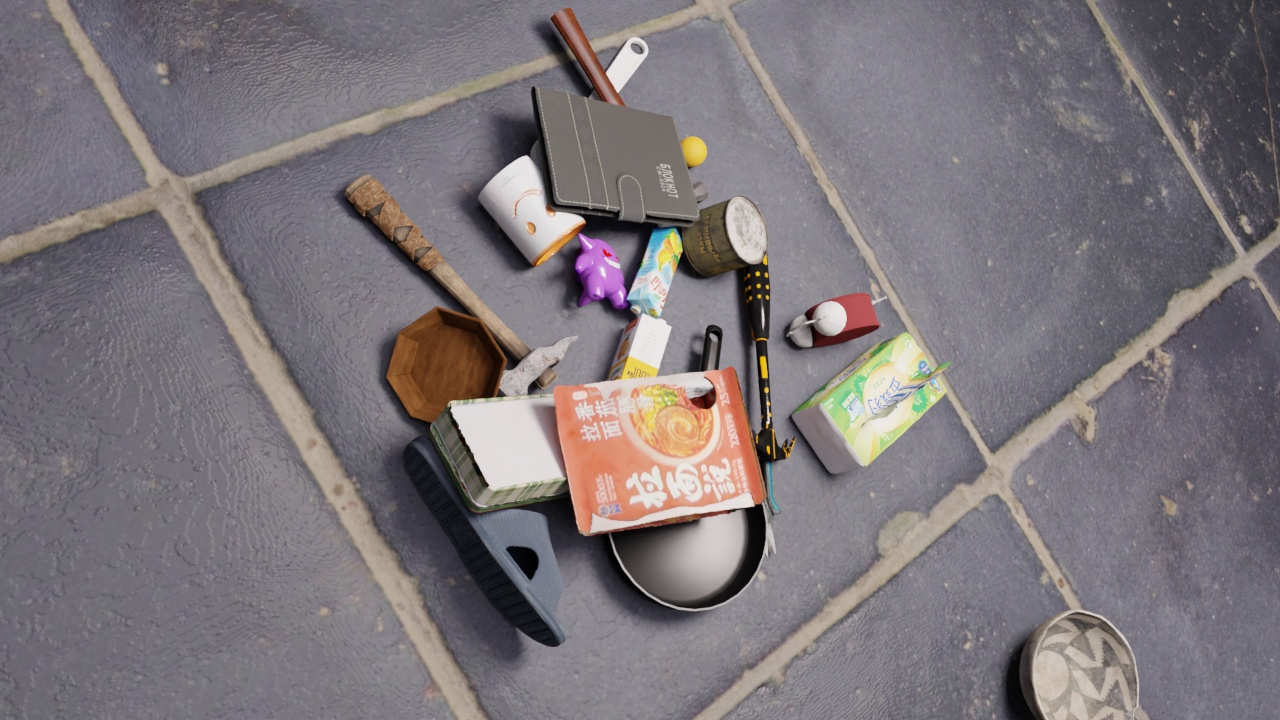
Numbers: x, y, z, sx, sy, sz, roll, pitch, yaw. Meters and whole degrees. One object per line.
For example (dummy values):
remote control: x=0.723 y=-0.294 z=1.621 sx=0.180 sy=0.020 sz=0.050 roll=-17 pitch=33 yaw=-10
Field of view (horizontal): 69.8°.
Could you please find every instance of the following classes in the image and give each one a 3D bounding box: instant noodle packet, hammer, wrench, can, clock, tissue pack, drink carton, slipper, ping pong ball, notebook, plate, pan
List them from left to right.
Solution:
plate: x=-0.210 y=0.008 z=1.005 sx=0.131 sy=0.025 sz=0.131 roll=0 pitch=92 yaw=7
hammer: x=-0.213 y=-0.088 z=1.053 sx=0.319 sy=0.049 sz=0.121 roll=46 pitch=60 yaw=-4
slipper: x=-0.149 y=0.181 z=0.977 sx=0.082 sy=0.101 sz=0.263 roll=-33 pitch=84 yaw=-36
wrench: x=-0.059 y=-0.336 z=1.207 sx=0.066 sy=0.018 sz=0.272 roll=35 pitch=63 yaw=-11
notebook: x=-0.029 y=-0.244 z=1.122 sx=0.208 sy=0.030 sz=0.169 roll=0 pitch=68 yaw=-32
hammer: x=-0.027 y=-0.320 z=1.193 sx=0.110 sy=0.028 sz=0.300 roll=-33 pitch=94 yaw=-34
drink carton: x=-0.007 y=0.006 z=1.106 sx=0.040 sy=0.059 sz=0.122 roll=25 pitch=66 yaw=-16
instant noodle packet: x=0.013 y=0.099 z=1.011 sx=0.220 sy=0.084 sz=0.164 roll=-3 pitch=74 yaw=-30
drink carton: x=0.019 y=-0.110 z=1.147 sx=0.044 sy=0.039 sz=0.128 roll=59 pitch=40 yaw=-44
ping pong ball: x=0.069 y=-0.281 z=1.235 sx=0.040 sy=0.040 sz=0.040 roll=7 pitch=72 yaw=-22
pan: x=0.063 y=0.123 z=1.110 sx=0.204 sy=0.044 sz=0.354 roll=17 pitch=66 yaw=-16
can: x=0.109 y=-0.159 z=1.183 sx=0.089 sy=0.075 sz=0.089 roll=15 pitch=70 yaw=-45
hammer: x=0.158 y=-0.025 z=1.192 sx=0.123 sy=0.036 sz=0.320 roll=25 pitch=57 yaw=-49
clock: x=0.259 y=-0.052 z=1.222 sx=0.137 sy=0.096 sz=0.048 roll=-8 pitch=78 yaw=-29
tissue pack: x=0.319 y=0.048 z=1.193 sx=0.197 sy=0.142 sz=0.120 roll=-42 pitch=94 yaw=-28

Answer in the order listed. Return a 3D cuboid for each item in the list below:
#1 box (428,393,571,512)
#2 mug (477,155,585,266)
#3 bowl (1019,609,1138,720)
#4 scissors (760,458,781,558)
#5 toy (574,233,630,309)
box: x=-0.116 y=0.095 z=0.983 sx=0.205 sy=0.050 sz=0.117 roll=-5 pitch=55 yaw=-48
mug: x=-0.129 y=-0.177 z=1.092 sx=0.082 sy=0.082 sz=0.105 roll=-42 pitch=93 yaw=-28
bowl: x=0.571 y=0.426 z=1.230 sx=0.178 sy=0.081 sz=0.178 roll=6 pitch=74 yaw=-21
scissors: x=0.143 y=0.166 z=1.150 sx=0.144 sy=0.019 sz=0.126 roll=40 pitch=73 yaw=-1
toy: x=-0.053 y=-0.108 z=1.121 sx=0.106 sy=0.056 sz=0.088 roll=14 pitch=71 yaw=-57
